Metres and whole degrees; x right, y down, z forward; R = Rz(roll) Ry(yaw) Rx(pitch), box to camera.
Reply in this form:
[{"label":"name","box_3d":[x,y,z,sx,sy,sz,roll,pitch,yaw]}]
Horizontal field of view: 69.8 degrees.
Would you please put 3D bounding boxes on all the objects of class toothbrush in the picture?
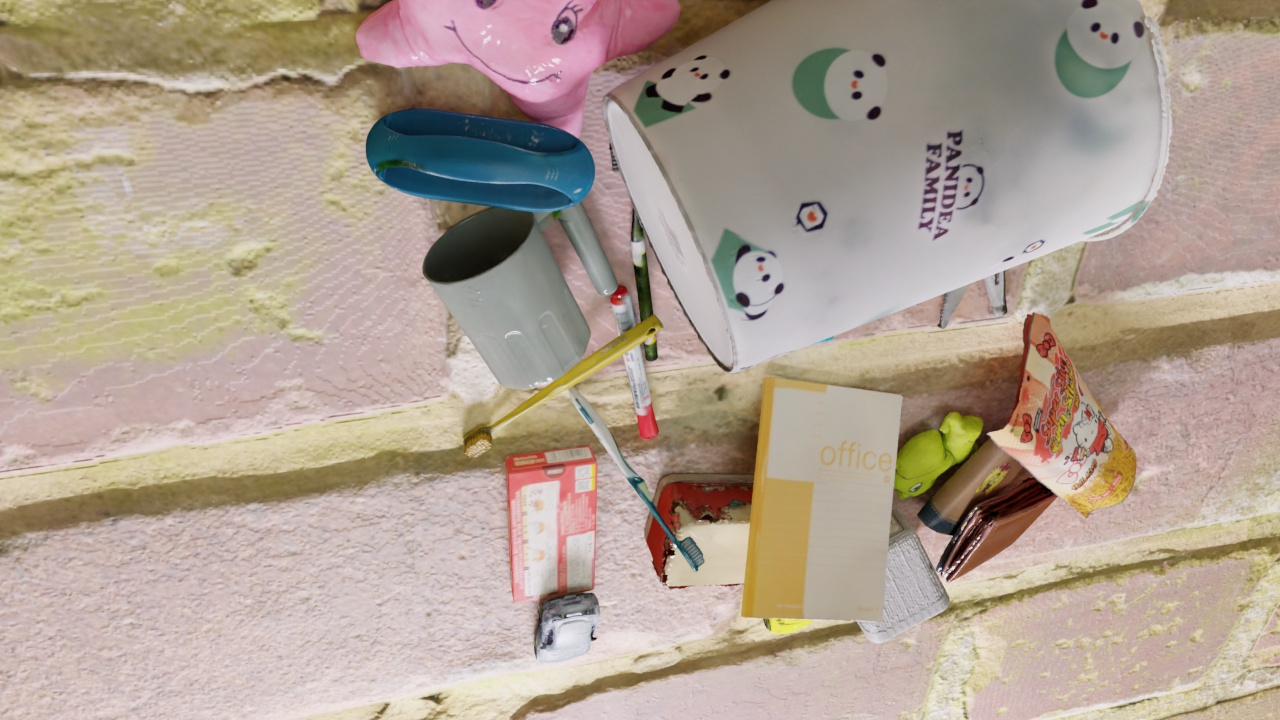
[{"label":"toothbrush","box_3d":[-0.004,-0.076,0.687,0.017,0.012,0.186,-11,125,-4]},{"label":"toothbrush","box_3d":[-0.063,0.022,0.716,0.190,0.016,0.016,-33,123,13]},{"label":"toothbrush","box_3d":[-0.002,0.096,0.753,0.018,0.016,0.191,-35,100,-5]}]

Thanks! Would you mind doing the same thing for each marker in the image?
[{"label":"marker","box_3d":[-0.004,0.004,0.736,0.017,0.017,0.145,-17,125,-7]}]

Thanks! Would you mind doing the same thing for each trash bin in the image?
[{"label":"trash bin","box_3d":[0.127,-0.127,0.557,0.252,0.229,0.230,-25,126,-3]}]

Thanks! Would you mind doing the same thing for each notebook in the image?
[{"label":"notebook","box_3d":[0.161,0.124,0.805,0.145,0.010,0.206,8,86,-22]}]

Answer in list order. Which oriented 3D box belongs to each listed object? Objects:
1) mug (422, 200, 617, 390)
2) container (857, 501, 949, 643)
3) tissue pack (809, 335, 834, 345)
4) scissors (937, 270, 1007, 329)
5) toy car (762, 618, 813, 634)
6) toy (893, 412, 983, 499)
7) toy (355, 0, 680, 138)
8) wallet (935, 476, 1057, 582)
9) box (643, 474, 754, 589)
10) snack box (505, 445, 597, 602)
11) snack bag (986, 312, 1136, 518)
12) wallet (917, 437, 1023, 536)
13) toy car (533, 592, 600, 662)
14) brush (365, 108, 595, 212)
[{"label":"mug","box_3d":[-0.076,-0.055,0.644,0.123,0.084,0.103,-42,130,-19]},{"label":"container","box_3d":[0.231,0.195,0.895,0.090,0.090,0.114,-29,123,2]},{"label":"tissue pack","box_3d":[0.098,-0.066,0.702,0.093,0.050,0.134,-13,125,-7]},{"label":"scissors","box_3d":[0.289,-0.128,0.744,0.189,0.015,0.227,28,110,-31]},{"label":"toy car","box_3d":[0.142,0.228,0.846,0.048,0.032,0.105,-13,141,-10]},{"label":"toy","box_3d":[0.278,0.090,0.873,0.100,0.031,0.097,-17,130,-14]},{"label":"toy","box_3d":[-0.073,-0.218,0.526,0.194,0.074,0.179,20,135,-31]},{"label":"wallet","box_3d":[0.359,0.169,0.924,0.124,0.032,0.101,-14,139,-34]},{"label":"box","box_3d":[0.097,0.158,0.832,0.168,0.078,0.091,2,122,-20]},{"label":"snack box","box_3d":[-0.077,0.145,0.799,0.075,0.025,0.153,-6,124,-14]},{"label":"snack bag","box_3d":[0.395,0.061,0.861,0.208,0.073,0.128,38,69,-36]},{"label":"wallet","box_3d":[0.330,0.121,0.899,0.090,0.033,0.115,16,116,-50]},{"label":"toy car","box_3d":[-0.069,0.253,0.854,0.054,0.036,0.121,-5,142,-17]},{"label":"brush","box_3d":[-0.100,-0.124,0.567,0.144,0.073,0.055,8,100,0]}]
